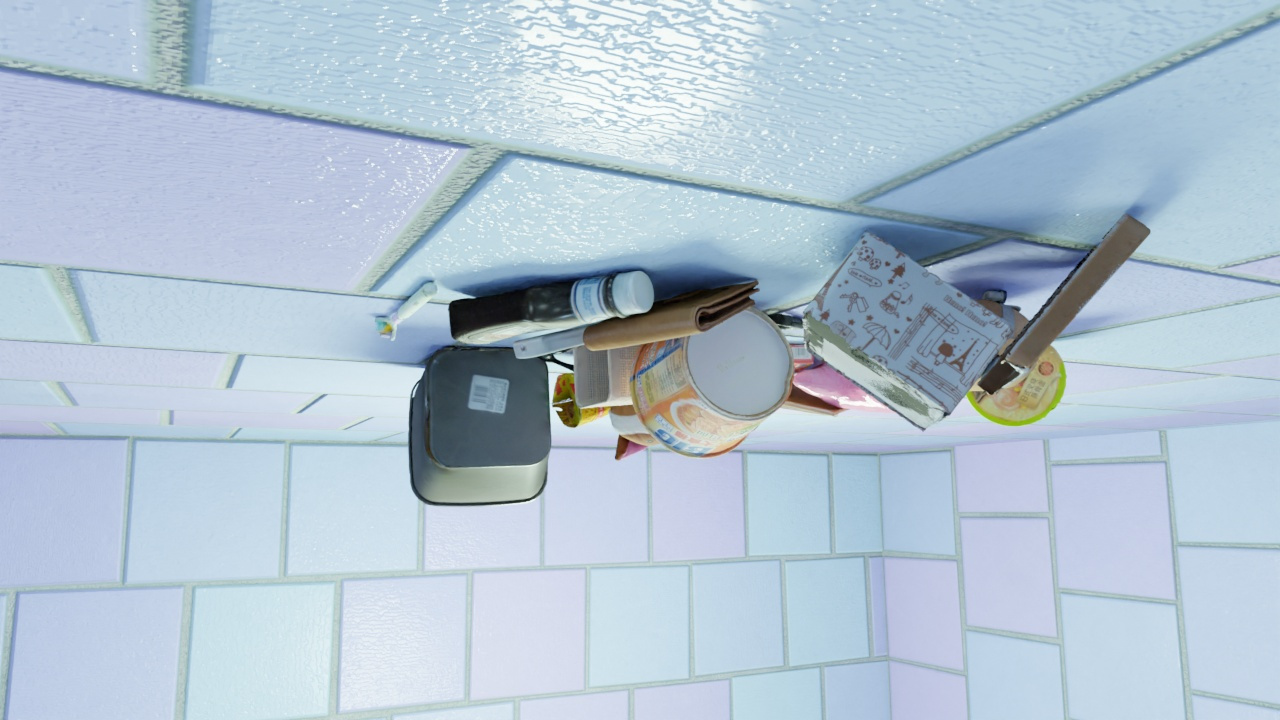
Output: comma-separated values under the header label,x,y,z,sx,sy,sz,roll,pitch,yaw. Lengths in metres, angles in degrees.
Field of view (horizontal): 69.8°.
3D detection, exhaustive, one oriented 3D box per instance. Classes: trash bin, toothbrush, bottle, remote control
label,x,y,z,sx,sy,sz,roll,pitch,yaw
trash bin,-0.210,0.083,1.223,0.199,0.198,0.220,0,164,-13
toothbrush,-0.057,0.019,1.107,0.189,0.014,0.017,23,154,24
bottle,-0.079,-0.047,0.817,0.195,0.044,0.079,-8,177,32
remote control,-0.051,-0.025,0.897,0.149,0.021,0.058,-16,-175,-38
toothbrush,0.335,-0.046,0.939,0.018,0.015,0.181,5,171,3
toothbrush,-0.226,-0.048,0.884,0.020,0.029,0.190,-44,-168,-27

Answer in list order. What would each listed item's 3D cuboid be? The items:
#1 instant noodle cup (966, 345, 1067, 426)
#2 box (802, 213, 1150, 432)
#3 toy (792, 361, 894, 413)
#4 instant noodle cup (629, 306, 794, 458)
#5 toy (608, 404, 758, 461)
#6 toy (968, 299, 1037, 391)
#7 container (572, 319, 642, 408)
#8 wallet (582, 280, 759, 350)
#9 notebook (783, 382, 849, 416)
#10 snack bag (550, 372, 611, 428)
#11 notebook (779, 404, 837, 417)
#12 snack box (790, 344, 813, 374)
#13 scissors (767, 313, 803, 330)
label,x,y,z,sx,sy,sz,roll,pitch,yaw
instant noodle cup,0.455,0.020,1.114,0.112,0.111,0.123,-5,178,24
box,0.241,-0.051,0.716,0.158,0.205,0.180,42,-177,15
toy,0.292,0.026,1.170,0.178,0.074,0.195,-4,-171,-44
instant noodle cup,0.077,0.015,0.926,0.151,0.151,0.112,3,163,-20
toy,0.049,0.053,1.129,0.199,0.140,0.130,-11,-164,5
toy,0.289,-0.010,0.916,0.143,0.082,0.226,23,167,-19
container,-0.006,0.006,1.022,0.110,0.090,0.090,1,171,-28
wallet,0.029,-0.039,0.818,0.132,0.031,0.107,-7,-167,43
notebook,0.232,0.046,1.275,0.150,0.012,0.211,12,-170,29
snack bag,-0.011,0.033,1.234,0.207,0.073,0.129,-13,178,-29
notebook,0.202,0.049,1.314,0.146,0.010,0.206,8,-172,5
snack box,0.173,0.004,1.212,0.075,0.025,0.153,0,171,-4
scissors,0.199,-0.037,0.996,0.163,0.014,0.166,1,172,-16
